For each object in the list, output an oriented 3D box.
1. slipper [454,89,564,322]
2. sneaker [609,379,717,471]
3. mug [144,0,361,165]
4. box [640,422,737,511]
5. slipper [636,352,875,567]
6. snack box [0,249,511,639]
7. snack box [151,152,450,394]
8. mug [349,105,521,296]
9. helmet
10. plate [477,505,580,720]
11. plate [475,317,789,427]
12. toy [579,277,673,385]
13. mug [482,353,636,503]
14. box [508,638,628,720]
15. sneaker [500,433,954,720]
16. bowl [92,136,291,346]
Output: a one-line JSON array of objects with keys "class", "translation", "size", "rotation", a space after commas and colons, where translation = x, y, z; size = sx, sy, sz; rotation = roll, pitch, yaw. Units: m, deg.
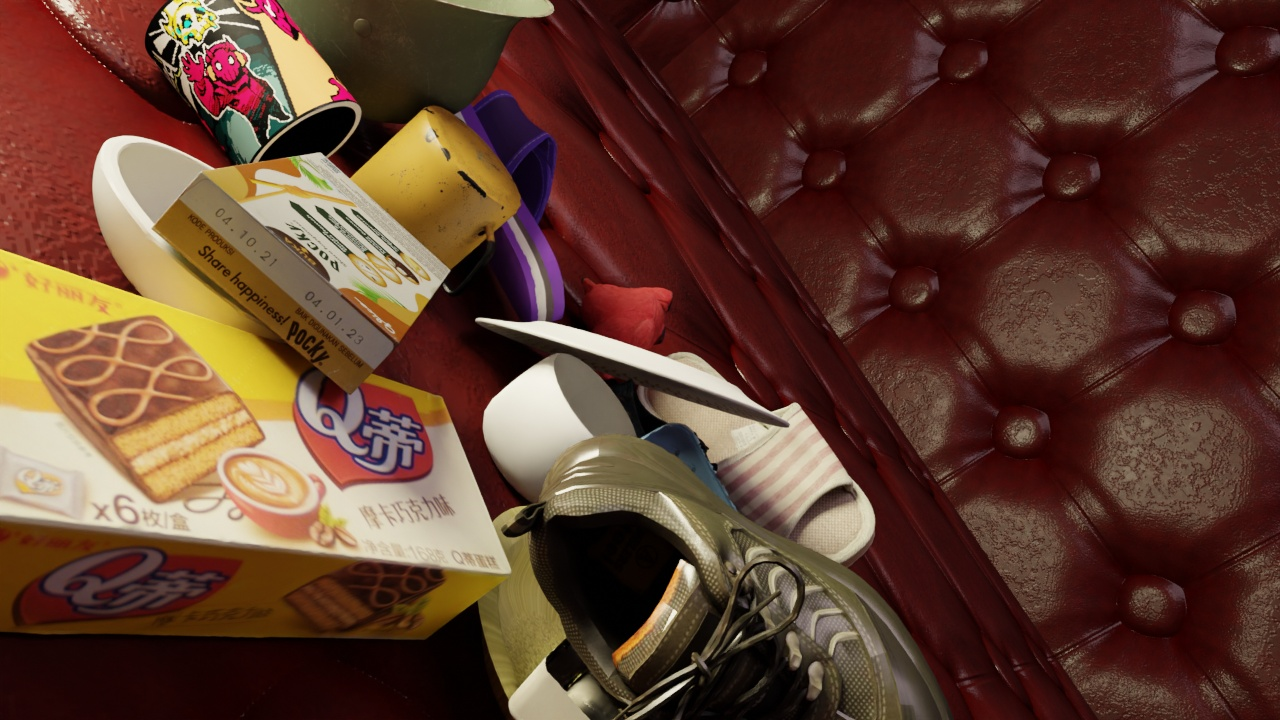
[{"class": "slipper", "translation": [-0.104, -0.149, 0.780], "size": [0.266, 0.084, 0.107], "rotation": [60, -21, 29]}, {"class": "sneaker", "translation": [0.032, 0.098, 0.739], "size": [0.235, 0.079, 0.087], "rotation": [45, 19, -25]}, {"class": "mug", "translation": [-0.239, -0.170, 0.582], "size": [0.098, 0.081, 0.118], "rotation": [52, -11, -2]}, {"class": "box", "translation": [0.048, 0.145, 0.565], "size": [0.209, 0.085, 0.073], "rotation": [61, -12, -8]}, {"class": "slipper", "translation": [0.098, 0.080, 0.827], "size": [0.263, 0.115, 0.052], "rotation": [43, -13, 27]}, {"class": "snack box", "translation": [-0.160, 0.045, 0.361], "size": [0.230, 0.062, 0.110], "rotation": [27, 29, -55]}, {"class": "snack box", "translation": [-0.155, -0.053, 0.461], "size": [0.101, 0.032, 0.186], "rotation": [43, 7, -14]}, {"class": "mug", "translation": [-0.144, -0.110, 0.663], "size": [0.123, 0.094, 0.100], "rotation": [58, 17, 16]}, {"class": "helmet", "translation": [-0.199, -0.264, 0.684], "size": [0.268, 0.154, 0.226], "rotation": [28, 30, 13]}, {"class": "plate", "translation": [-0.034, 0.167, 0.494], "size": [0.184, 0.036, 0.184], "rotation": [46, 18, -20]}, {"class": "plate", "translation": [-0.004, 0.004, 0.681], "size": [0.242, 0.016, 0.242], "rotation": [19, -4, 1]}, {"class": "toy", "translation": [-0.033, -0.022, 0.874], "size": [0.094, 0.088, 0.132], "rotation": [22, 37, 8]}, {"class": "mug", "translation": [-0.055, 0.045, 0.633], "size": [0.094, 0.068, 0.115], "rotation": [47, 18, -19]}, {"class": "box", "translation": [0.025, 0.199, 0.439], "size": [0.187, 0.058, 0.144], "rotation": [53, 17, 11]}, {"class": "sneaker", "translation": [0.040, 0.122, 0.387], "size": [0.238, 0.101, 0.142], "rotation": [39, 10, 10]}, {"class": "bowl", "translation": [-0.201, -0.041, 0.445], "size": [0.149, 0.043, 0.149], "rotation": [44, 8, -8]}]
